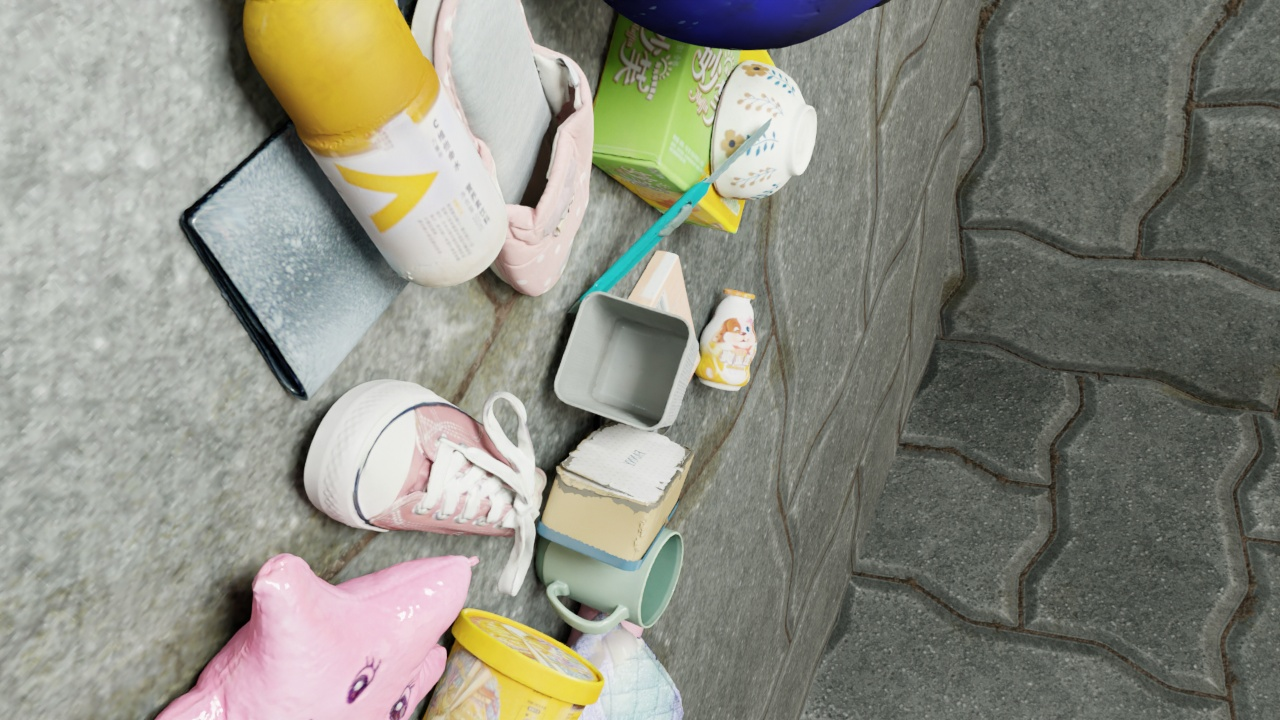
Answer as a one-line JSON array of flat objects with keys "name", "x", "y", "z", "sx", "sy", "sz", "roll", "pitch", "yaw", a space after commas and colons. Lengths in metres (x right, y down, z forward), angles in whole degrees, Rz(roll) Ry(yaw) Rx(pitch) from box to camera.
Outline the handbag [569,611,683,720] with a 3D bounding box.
[{"name": "handbag", "x": -0.056, "y": 0.326, "z": 0.773, "sx": 0.193, "sy": 0.076, "sz": 0.134, "roll": -47, "pitch": 129, "yaw": -27}]

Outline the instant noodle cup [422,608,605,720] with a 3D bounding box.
[{"name": "instant noodle cup", "x": -0.102, "y": 0.258, "z": 0.665, "sx": 0.114, "sy": 0.118, "sz": 0.118, "roll": -64, "pitch": 156, "yaw": -8}]

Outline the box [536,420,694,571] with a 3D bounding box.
[{"name": "box", "x": -0.016, "y": 0.104, "z": 0.734, "sx": 0.184, "sy": 0.090, "sz": 0.060, "roll": -33, "pitch": 142, "yaw": -71}]

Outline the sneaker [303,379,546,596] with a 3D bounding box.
[{"name": "sneaker", "x": -0.106, "y": 0.076, "z": 0.572, "sx": 0.118, "sy": 0.088, "sz": 0.241, "roll": -71, "pitch": 158, "yaw": -10}]

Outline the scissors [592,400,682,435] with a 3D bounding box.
[{"name": "scissors", "x": -0.014, "y": 0.096, "z": 0.861, "sx": 0.181, "sy": 0.014, "sz": 0.159, "roll": -55, "pitch": 140, "yaw": -14}]

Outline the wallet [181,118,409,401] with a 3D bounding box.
[{"name": "wallet", "x": -0.163, "y": -0.053, "z": 0.454, "sx": 0.121, "sy": 0.019, "sz": 0.097, "roll": 77, "pitch": 33, "yaw": -46}]

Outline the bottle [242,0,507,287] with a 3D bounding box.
[{"name": "bottle", "x": -0.121, "y": -0.113, "z": 0.417, "sx": 0.067, "sy": 0.068, "sz": 0.190, "roll": -63, "pitch": 151, "yaw": -27}]

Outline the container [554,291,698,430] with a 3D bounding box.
[{"name": "container", "x": -0.004, "y": 0.004, "z": 0.745, "sx": 0.114, "sy": 0.090, "sz": 0.090, "roll": 27, "pitch": 82, "yaw": -79}]

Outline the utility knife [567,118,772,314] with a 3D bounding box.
[{"name": "utility knife", "x": 0.024, "y": -0.109, "z": 0.715, "sx": 0.217, "sy": 0.013, "sz": 0.029, "roll": -44, "pitch": 166, "yaw": 11}]

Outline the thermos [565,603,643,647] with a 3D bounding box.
[{"name": "thermos", "x": -0.043, "y": 0.288, "z": 0.883, "sx": 0.087, "sy": 0.067, "sz": 0.198, "roll": 115, "pitch": -5, "yaw": -76}]

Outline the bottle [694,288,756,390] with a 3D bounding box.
[{"name": "bottle", "x": 0.098, "y": -0.023, "z": 1.013, "sx": 0.063, "sy": 0.063, "sz": 0.108, "roll": -3, "pitch": 106, "yaw": -66}]

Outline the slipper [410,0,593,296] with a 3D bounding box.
[{"name": "slipper", "x": -0.066, "y": -0.123, "z": 0.551, "sx": 0.275, "sy": 0.054, "sz": 0.114, "roll": 77, "pitch": 35, "yaw": -64}]

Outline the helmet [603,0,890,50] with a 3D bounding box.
[{"name": "helmet", "x": 0.053, "y": -0.337, "z": 0.497, "sx": 0.239, "sy": 0.247, "sz": 0.316, "roll": -6, "pitch": 108, "yaw": -38}]

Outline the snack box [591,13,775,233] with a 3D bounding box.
[{"name": "snack box", "x": 0.041, "y": -0.208, "z": 0.761, "sx": 0.210, "sy": 0.070, "sz": 0.157, "roll": 16, "pitch": 89, "yaw": -67}]

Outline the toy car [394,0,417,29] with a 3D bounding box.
[{"name": "toy car", "x": -0.117, "y": -0.187, "z": 0.452, "sx": 0.091, "sy": 0.036, "sz": 0.043, "roll": -54, "pitch": 149, "yaw": -45}]

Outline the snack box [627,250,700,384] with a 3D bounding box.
[{"name": "snack box", "x": 0.022, "y": -0.021, "z": 0.885, "sx": 0.084, "sy": 0.026, "sz": 0.157, "roll": -61, "pitch": 153, "yaw": -31}]

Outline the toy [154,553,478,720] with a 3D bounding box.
[{"name": "toy", "x": -0.163, "y": 0.160, "z": 0.494, "sx": 0.178, "sy": 0.074, "sz": 0.195, "roll": -41, "pitch": 148, "yaw": -18}]

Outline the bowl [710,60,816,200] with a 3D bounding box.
[{"name": "bowl", "x": 0.107, "y": -0.186, "z": 0.756, "sx": 0.113, "sy": 0.062, "sz": 0.114, "roll": -43, "pitch": 140, "yaw": -51}]

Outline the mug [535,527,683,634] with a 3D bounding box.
[{"name": "mug", "x": -0.034, "y": 0.178, "z": 0.773, "sx": 0.111, "sy": 0.106, "sz": 0.082, "roll": -53, "pitch": 149, "yaw": -43}]
